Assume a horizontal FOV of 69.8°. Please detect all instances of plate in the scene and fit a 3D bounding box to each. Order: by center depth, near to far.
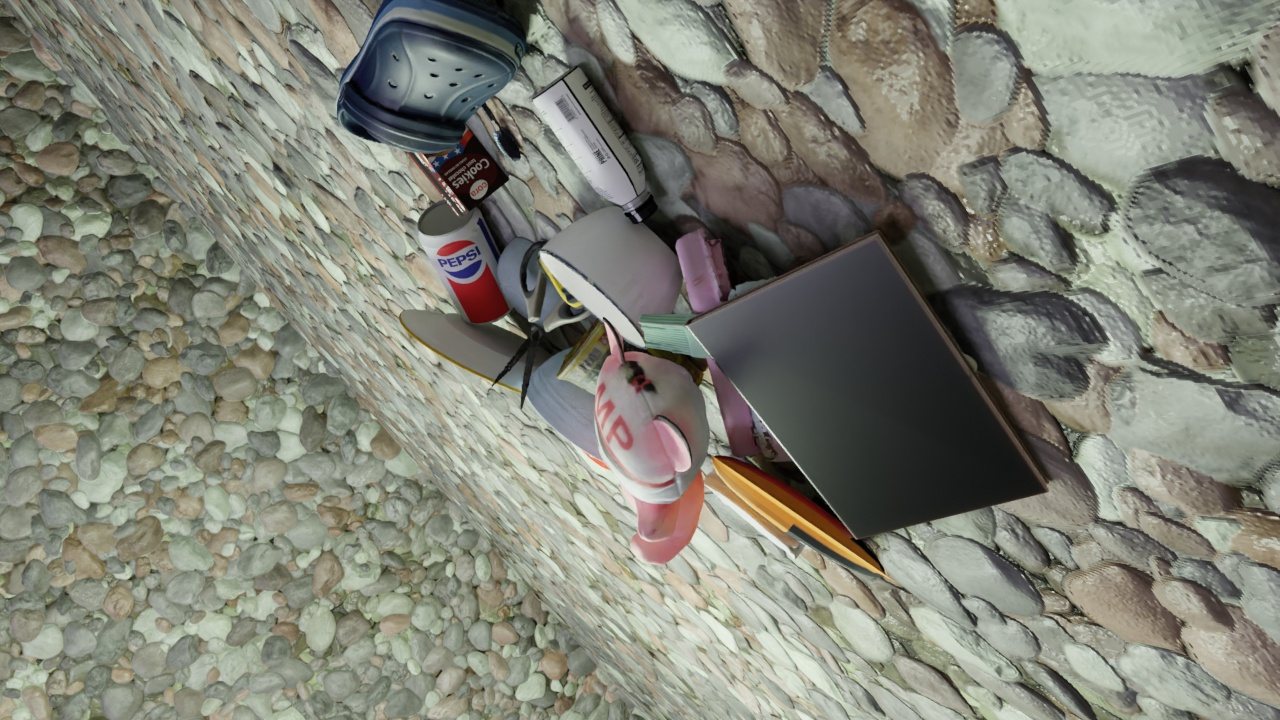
[{"bbox_3d":[-0.157,-0.012,1.025,0.230,0.021,0.229,25,-171,-5],"label":"plate"}]

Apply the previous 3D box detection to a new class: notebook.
[{"bbox_3d":[0.144,0.028,0.587,0.142,0.008,0.209,-25,115,37],"label":"notebook"}]

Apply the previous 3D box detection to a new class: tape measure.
[{"bbox_3d":[-0.056,-0.078,0.804,0.038,0.067,0.062,-22,110,22],"label":"tape measure"}]

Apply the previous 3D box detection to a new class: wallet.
[{"bbox_3d":[0.119,0.152,0.936,0.116,0.032,0.086,37,172,20],"label":"wallet"}]

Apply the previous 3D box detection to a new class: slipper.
[{"bbox_3d":[-0.167,-0.199,0.696,0.105,0.095,0.253,13,171,-29],"label":"slipper"}]

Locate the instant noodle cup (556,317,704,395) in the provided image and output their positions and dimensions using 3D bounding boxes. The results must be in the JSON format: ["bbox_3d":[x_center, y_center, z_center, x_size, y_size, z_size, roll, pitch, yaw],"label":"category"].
[{"bbox_3d":[-0.005,0.005,0.829,0.108,0.102,0.102,38,160,-7],"label":"instant noodle cup"}]

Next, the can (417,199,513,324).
[{"bbox_3d":[-0.184,-0.105,0.988,0.070,0.070,0.132,30,153,37],"label":"can"}]

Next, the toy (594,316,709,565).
[{"bbox_3d":[0.010,0.068,0.725,0.213,0.084,0.141,81,173,-54],"label":"toy"}]

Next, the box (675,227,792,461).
[{"bbox_3d":[0.099,-0.008,0.683,0.202,0.103,0.100,70,-172,-47],"label":"box"}]

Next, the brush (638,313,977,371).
[{"bbox_3d":[0.102,-0.008,0.593,0.218,0.012,0.033,7,143,21],"label":"brush"}]

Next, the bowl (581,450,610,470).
[{"bbox_3d":[-0.049,0.090,1.117,0.130,0.045,0.131,39,158,19],"label":"bowl"}]

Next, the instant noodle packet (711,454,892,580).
[{"bbox_3d":[0.127,0.129,0.787,0.160,0.032,0.221,34,177,8],"label":"instant noodle packet"}]

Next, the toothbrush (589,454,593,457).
[{"bbox_3d":[-0.007,0.100,0.962,0.016,0.016,0.180,40,-169,26],"label":"toothbrush"}]

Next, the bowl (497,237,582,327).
[{"bbox_3d":[-0.112,-0.073,0.951,0.106,0.039,0.106,39,158,19],"label":"bowl"}]

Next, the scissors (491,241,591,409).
[{"bbox_3d":[-0.092,-0.041,0.872,0.169,0.157,0.012,-24,154,30],"label":"scissors"}]

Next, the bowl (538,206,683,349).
[{"bbox_3d":[-0.017,-0.070,0.720,0.116,0.065,0.116,41,172,6],"label":"bowl"}]

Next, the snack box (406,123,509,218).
[{"bbox_3d":[-0.188,-0.205,0.844,0.141,0.050,0.032,52,158,-14],"label":"snack box"}]

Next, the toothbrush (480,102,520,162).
[{"bbox_3d":[-0.153,-0.245,0.758,0.189,0.016,0.017,58,166,-28],"label":"toothbrush"}]

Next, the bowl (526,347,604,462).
[{"bbox_3d":[-0.034,0.035,0.916,0.150,0.075,0.150,34,-166,-10],"label":"bowl"}]

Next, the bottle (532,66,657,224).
[{"bbox_3d":[-0.028,-0.150,0.657,0.116,0.041,0.041,54,158,-18],"label":"bottle"}]
